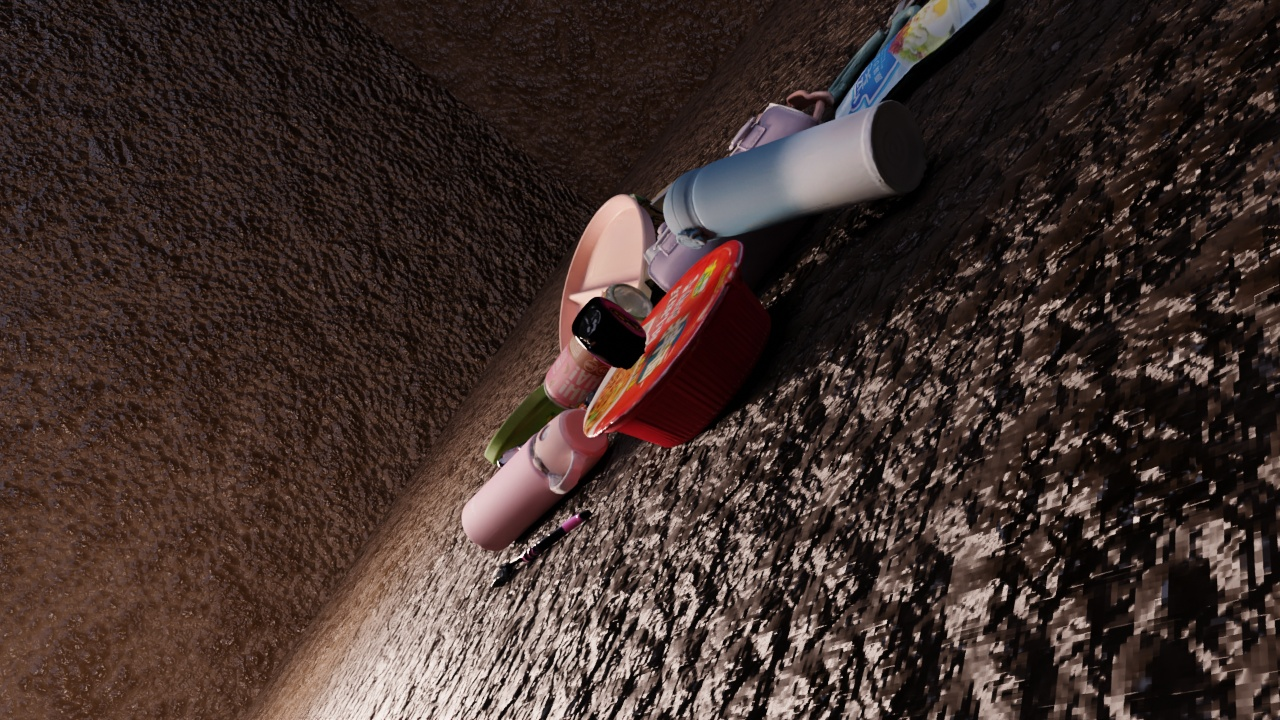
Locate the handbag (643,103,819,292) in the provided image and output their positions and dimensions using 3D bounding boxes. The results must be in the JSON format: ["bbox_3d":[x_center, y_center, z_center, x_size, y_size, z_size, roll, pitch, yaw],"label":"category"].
[{"bbox_3d":[0.095,-0.139,0.855,0.197,0.098,0.145,-51,16,10],"label":"handbag"}]

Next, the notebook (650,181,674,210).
[{"bbox_3d":[0.060,-0.212,1.227,0.145,0.010,0.207,-18,-5,-26],"label":"notebook"}]

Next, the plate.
[{"bbox_3d":[-0.040,-0.083,1.091,0.230,0.028,0.229,-39,45,54],"label":"plate"}]

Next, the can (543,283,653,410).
[{"bbox_3d":[-0.044,-0.012,0.951,0.148,0.058,0.057,-52,9,36],"label":"can"}]

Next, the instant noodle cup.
[{"bbox_3d":[0.037,-0.001,0.724,0.194,0.066,0.193,-49,12,14],"label":"instant noodle cup"}]

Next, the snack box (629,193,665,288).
[{"bbox_3d":[0.003,-0.129,1.183,0.118,0.118,0.105,-27,40,66],"label":"snack box"}]

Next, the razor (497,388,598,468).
[{"bbox_3d":[-0.093,0.076,0.954,0.143,0.042,0.022,-29,-24,15],"label":"razor"}]

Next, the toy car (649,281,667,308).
[{"bbox_3d":[0.031,-0.061,1.020,0.049,0.031,0.106,-51,25,13],"label":"toy car"}]

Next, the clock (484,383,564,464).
[{"bbox_3d":[-0.115,0.082,1.056,0.116,0.056,0.161,-50,-5,8],"label":"clock"}]

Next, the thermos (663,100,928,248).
[{"bbox_3d":[0.106,-0.134,0.700,0.221,0.070,0.070,-8,43,50],"label":"thermos"}]

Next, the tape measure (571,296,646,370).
[{"bbox_3d":[-0.025,-0.020,0.716,0.039,0.057,0.057,-51,19,13],"label":"tape measure"}]

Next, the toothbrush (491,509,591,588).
[{"bbox_3d":[-0.095,0.175,0.846,0.190,0.014,0.017,-41,26,45],"label":"toothbrush"}]

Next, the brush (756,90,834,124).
[{"bbox_3d":[0.167,-0.251,0.973,0.073,0.063,0.145,-64,9,7],"label":"brush"}]

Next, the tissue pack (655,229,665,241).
[{"bbox_3d":[0.071,-0.152,1.017,0.157,0.052,0.094,-8,52,57],"label":"tissue pack"}]

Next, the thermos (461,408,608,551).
[{"bbox_3d":[-0.108,0.128,0.922,0.199,0.067,0.087,-43,29,37],"label":"thermos"}]

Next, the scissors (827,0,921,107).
[{"bbox_3d":[0.269,-0.349,0.992,0.173,0.019,0.178,-50,10,4],"label":"scissors"}]

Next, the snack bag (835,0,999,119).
[{"bbox_3d":[0.240,-0.273,0.824,0.192,0.039,0.110,-43,26,44],"label":"snack bag"}]
